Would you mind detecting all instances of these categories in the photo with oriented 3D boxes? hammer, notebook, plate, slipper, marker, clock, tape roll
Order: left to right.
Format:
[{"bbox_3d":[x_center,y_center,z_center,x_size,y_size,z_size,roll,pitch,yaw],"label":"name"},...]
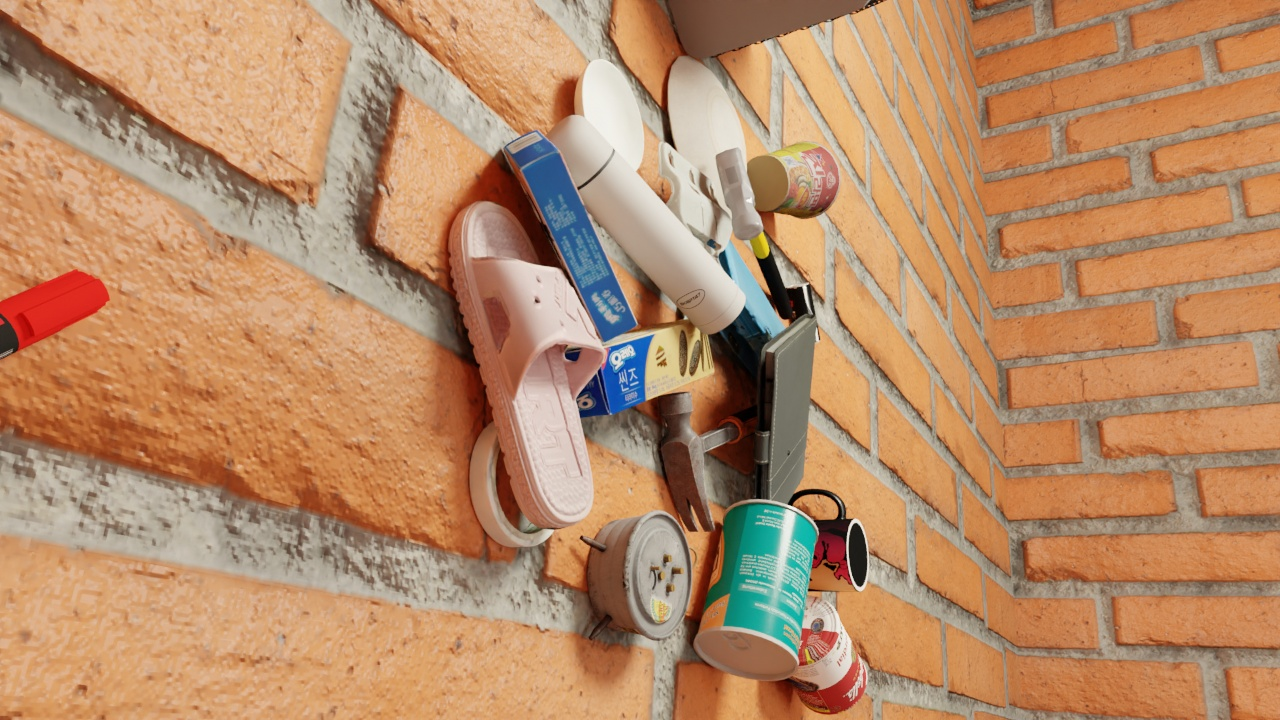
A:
[{"bbox_3d":[-0.271,0.002,0.348,0.144,0.023,0.021,-50,133,-53],"label":"marker"},{"bbox_3d":[-0.087,0.087,0.662,0.093,0.018,0.093,22,64,-58],"label":"tape roll"},{"bbox_3d":[-0.067,-0.003,0.650,0.094,0.065,0.239,-1,75,-61],"label":"slipper"},{"bbox_3d":[-0.033,-0.214,0.824,0.104,0.026,0.104,22,64,-56],"label":"plate"},{"bbox_3d":[0.009,0.178,0.773,0.147,0.056,0.104,1,82,-58],"label":"clock"},{"bbox_3d":[0.085,-0.252,1.033,0.188,0.027,0.188,30,55,-55],"label":"plate"},{"bbox_3d":[0.108,0.085,0.994,0.313,0.035,0.138,-12,95,-61],"label":"hammer"},{"bbox_3d":[0.136,-0.128,1.038,0.323,0.029,0.127,49,26,-63],"label":"hammer"},{"bbox_3d":[0.159,0.067,1.014,0.169,0.029,0.209,-33,125,-59],"label":"notebook"}]

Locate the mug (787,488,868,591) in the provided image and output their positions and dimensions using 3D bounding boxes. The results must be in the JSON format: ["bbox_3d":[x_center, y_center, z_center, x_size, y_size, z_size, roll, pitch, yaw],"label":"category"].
[{"bbox_3d":[0.204,0.208,1.067,0.081,0.098,0.118,13,72,-59],"label":"mug"}]

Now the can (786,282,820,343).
[{"bbox_3d":[0.218,-0.062,1.228,0.031,0.032,0.080,-28,107,-59],"label":"can"}]

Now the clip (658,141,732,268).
[{"bbox_3d":[0.038,-0.121,0.898,0.126,0.099,0.152,15,68,-58],"label":"clip"}]

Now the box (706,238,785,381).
[{"bbox_3d":[0.117,-0.049,1.033,0.231,0.054,0.093,46,28,-53],"label":"box"}]

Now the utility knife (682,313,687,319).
[{"bbox_3d":[0.055,-0.073,0.955,0.030,0.019,0.216,46,40,-38],"label":"utility knife"}]

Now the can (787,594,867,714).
[{"bbox_3d":[0.199,0.334,1.040,0.116,0.087,0.086,59,36,-36],"label":"can"}]

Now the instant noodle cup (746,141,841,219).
[{"bbox_3d":[0.183,-0.223,1.150,0.112,0.101,0.100,-19,100,-53],"label":"instant noodle cup"}]

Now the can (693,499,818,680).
[{"bbox_3d":[0.116,0.225,0.906,0.099,0.099,0.143,57,38,-37],"label":"can"}]

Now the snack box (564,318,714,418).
[{"bbox_3d":[-0.005,0.005,0.789,0.206,0.056,0.057,-19,101,-60],"label":"snack box"}]

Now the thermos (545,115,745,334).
[{"bbox_3d":[0.003,-0.114,0.784,0.224,0.052,0.052,45,44,-25],"label":"thermos"}]

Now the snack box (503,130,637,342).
[{"bbox_3d":[-0.054,-0.096,0.705,0.151,0.034,0.087,65,-4,-28],"label":"snack box"}]

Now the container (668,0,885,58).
[{"bbox_3d":[0.161,-0.494,1.022,0.242,0.246,0.247,-47,123,-50],"label":"container"}]
